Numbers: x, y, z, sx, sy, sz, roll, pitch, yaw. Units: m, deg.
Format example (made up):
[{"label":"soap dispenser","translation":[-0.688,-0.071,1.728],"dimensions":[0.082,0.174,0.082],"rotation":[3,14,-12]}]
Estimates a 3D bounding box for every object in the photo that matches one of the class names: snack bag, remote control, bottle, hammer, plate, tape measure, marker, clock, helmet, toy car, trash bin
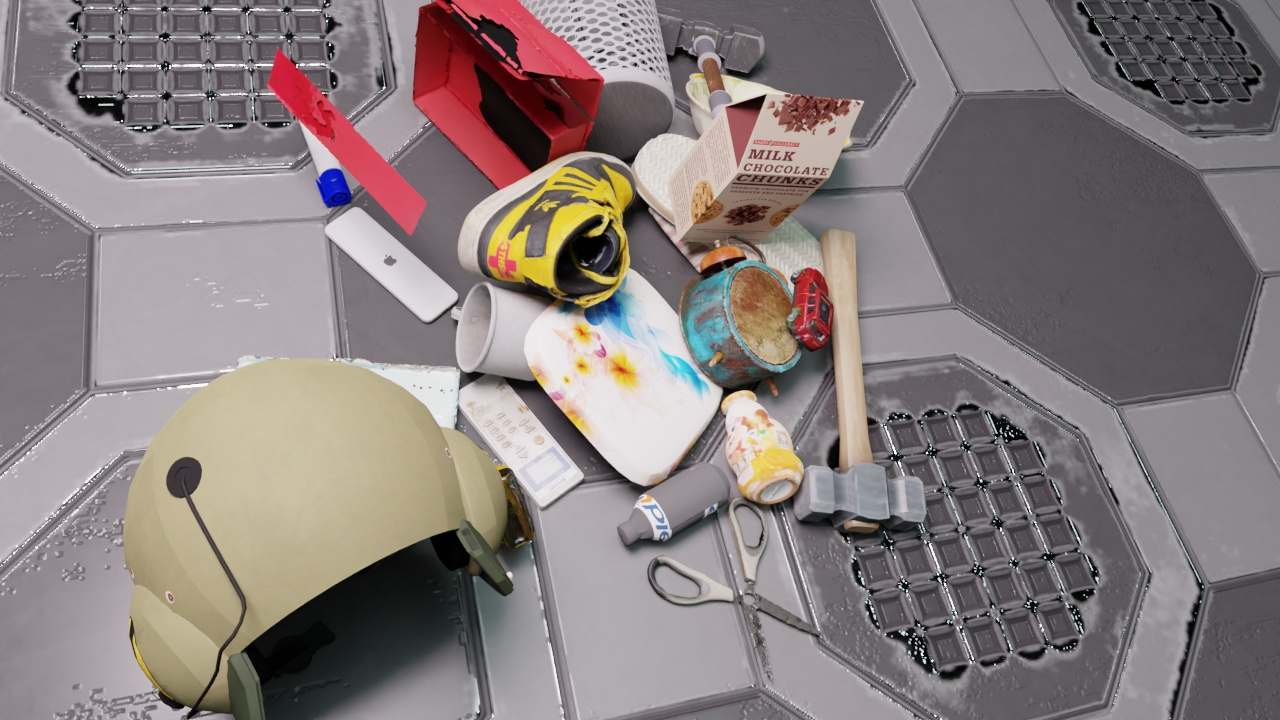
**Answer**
[{"label":"snack bag","translation":[0.112,-0.188,0.863],"dimensions":[0.094,0.207,0.069],"rotation":[-2,72,-22]},{"label":"remote control","translation":[-0.113,0.071,0.842],"dimensions":[0.050,0.011,0.136],"rotation":[-34,74,-27]},{"label":"remote control","translation":[-0.245,-0.095,0.901],"dimensions":[0.146,0.008,0.045],"rotation":[40,61,9]},{"label":"bottle","translation":[0.029,0.131,0.824],"dimensions":[0.112,0.047,0.047],"rotation":[-25,71,-25]},{"label":"hammer","translation":[0.079,-0.314,1.005],"dimensions":[0.156,0.043,0.321],"rotation":[10,34,-9]},{"label":"plate","translation":[-0.005,0.005,0.850],"dimensions":[0.187,0.016,0.186],"rotation":[49,45,-7]},{"label":"tape measure","translation":[-0.118,0.124,0.782],"dimensions":[0.037,0.064,0.065],"rotation":[-20,101,-15]},{"label":"bottle","translation":[0.110,0.080,0.865],"dimensions":[0.063,0.063,0.109],"rotation":[-5,48,-16]},{"label":"marker","translation":[-0.329,-0.217,0.939],"dimensions":[0.027,0.023,0.133],"rotation":[-25,69,-2]},{"label":"clock","translation":[0.097,-0.050,0.909],"dimensions":[0.121,0.074,0.157],"rotation":[23,59,-35]},{"label":"helmet","translation":[-0.228,0.114,0.635],"dimensions":[0.249,0.256,0.233],"rotation":[-28,75,-27]},{"label":"toy car","translation":[0.168,-0.052,0.899],"dimensions":[0.042,0.036,0.091],"rotation":[40,41,-31]},{"label":"trash bin","translation":[-0.048,-0.329,0.997],"dimensions":[0.156,0.157,0.183],"rotation":[-5,66,-17]},{"label":"hammer","translation":[0.208,0.011,0.919],"dimensions":[0.117,0.051,0.322],"rotation":[8,64,-13]}]

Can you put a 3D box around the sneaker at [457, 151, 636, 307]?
[{"label":"sneaker","translation":[-0.046,-0.128,0.853],"dimensions":[0.122,0.086,0.237],"rotation":[22,39,29]}]

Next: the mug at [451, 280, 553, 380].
[{"label":"mug","translation":[-0.130,-0.029,0.855],"dimensions":[0.070,0.113,0.084],"rotation":[12,100,-31]}]

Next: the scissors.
[{"label":"scissors","translation":[0.083,0.199,0.819],"dimensions":[0.157,0.013,0.170],"rotation":[4,60,-10]}]

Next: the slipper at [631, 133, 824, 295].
[{"label":"slipper","translation":[0.100,-0.138,0.988],"dimensions":[0.263,0.052,0.114],"rotation":[37,63,-5]}]

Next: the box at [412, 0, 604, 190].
[{"label":"box","translation":[-0.137,-0.301,0.834],"dimensions":[0.123,0.379,0.211],"rotation":[-41,78,-12]}]

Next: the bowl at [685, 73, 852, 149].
[{"label":"bowl","translation":[0.135,-0.257,1.031],"dimensions":[0.188,0.060,0.219],"rotation":[-14,41,-39]}]

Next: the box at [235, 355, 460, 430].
[{"label":"box","translation":[-0.257,0.034,0.788],"dimensions":[0.197,0.078,0.122],"rotation":[3,43,-11]}]
